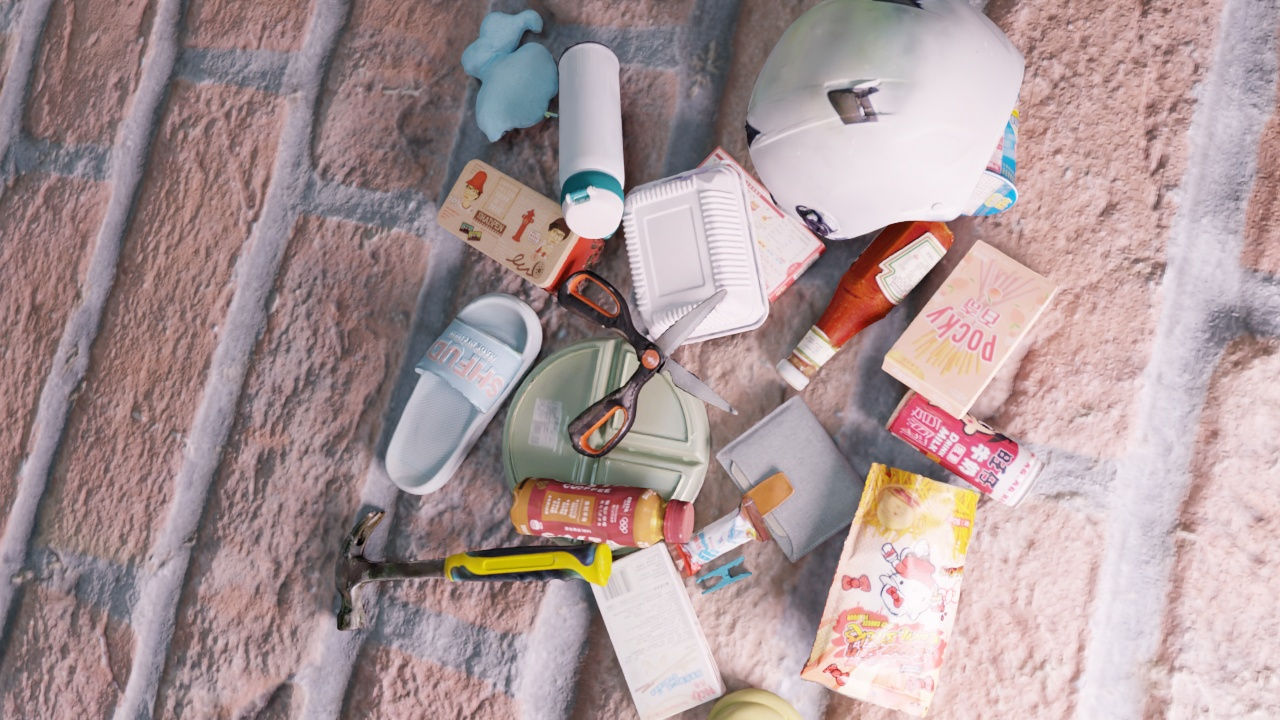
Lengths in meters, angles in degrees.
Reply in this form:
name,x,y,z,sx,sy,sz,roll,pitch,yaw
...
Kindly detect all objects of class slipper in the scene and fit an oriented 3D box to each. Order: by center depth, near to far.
name,x,y,z,sx,sy,sz,roll,pitch,yaw
slipper,0.129,0.389,0.821,0.092,0.081,0.190,-33,76,7
slipper,-0.202,0.032,0.980,0.104,0.074,0.245,33,93,20

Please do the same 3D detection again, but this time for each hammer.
name,x,y,z,sx,sy,sz,roll,pitch,yaw
hammer,-0.182,0.212,0.956,0.324,0.032,0.126,-8,79,21

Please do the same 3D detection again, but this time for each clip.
name,x,y,z,sx,sy,sz,roll,pitch,yaw
clip,0.081,0.211,0.897,0.057,0.014,0.046,-29,76,10

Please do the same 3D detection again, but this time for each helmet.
name,x,y,z,sx,sy,sz,roll,pitch,yaw
helmet,0.189,-0.236,0.811,0.259,0.146,0.228,15,75,48

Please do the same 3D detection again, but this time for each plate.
name,x,y,z,sx,sy,sz,roll,pitch,yaw
plate,-0.042,0.085,0.948,0.230,0.027,0.230,-3,80,16

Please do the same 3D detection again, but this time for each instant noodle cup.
name,x,y,z,sx,sy,sz,roll,pitch,yaw
instant noodle cup,0.308,-0.205,0.854,0.099,0.099,0.109,11,78,18
instant noodle cup,0.044,-0.106,0.913,0.138,0.060,0.173,-12,84,26

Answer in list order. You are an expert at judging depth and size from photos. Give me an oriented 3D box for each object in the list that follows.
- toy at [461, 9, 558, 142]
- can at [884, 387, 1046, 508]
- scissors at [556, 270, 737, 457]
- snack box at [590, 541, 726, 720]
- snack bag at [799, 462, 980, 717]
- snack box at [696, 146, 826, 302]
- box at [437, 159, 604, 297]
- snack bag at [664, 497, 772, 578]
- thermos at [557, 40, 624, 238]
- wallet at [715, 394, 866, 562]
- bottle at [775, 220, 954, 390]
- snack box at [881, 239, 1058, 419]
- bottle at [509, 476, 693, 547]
name,x,y,z,sx,sy,sz,roll,pitch,yaw
toy,-0.144,-0.321,1.030,0.156,0.050,0.161,30,83,26
can,0.293,0.077,0.832,0.133,0.053,0.053,34,92,19
scissors,-0.006,0.004,0.895,0.230,0.021,0.221,36,107,23
snack box,0.014,0.266,0.902,0.085,0.027,0.156,-26,75,11
snack bag,0.230,0.203,0.821,0.128,0.073,0.207,17,86,-8
snack box,0.107,-0.140,0.936,0.077,0.027,0.156,-44,72,7
box,-0.125,-0.140,0.989,0.168,0.077,0.091,32,93,25
snack bag,0.074,0.173,0.891,0.104,0.026,0.048,-30,85,28
thermos,-0.050,-0.224,0.939,0.073,0.073,0.223,-13,57,15
wallet,0.146,0.114,0.880,0.107,0.037,0.129,-37,73,8
bottle,0.209,-0.057,0.878,0.060,0.059,0.206,44,99,18
snack box,0.300,-0.030,0.836,0.084,0.026,0.157,36,73,19
bottle,-0.037,0.148,0.891,0.175,0.057,0.057,3,82,18
